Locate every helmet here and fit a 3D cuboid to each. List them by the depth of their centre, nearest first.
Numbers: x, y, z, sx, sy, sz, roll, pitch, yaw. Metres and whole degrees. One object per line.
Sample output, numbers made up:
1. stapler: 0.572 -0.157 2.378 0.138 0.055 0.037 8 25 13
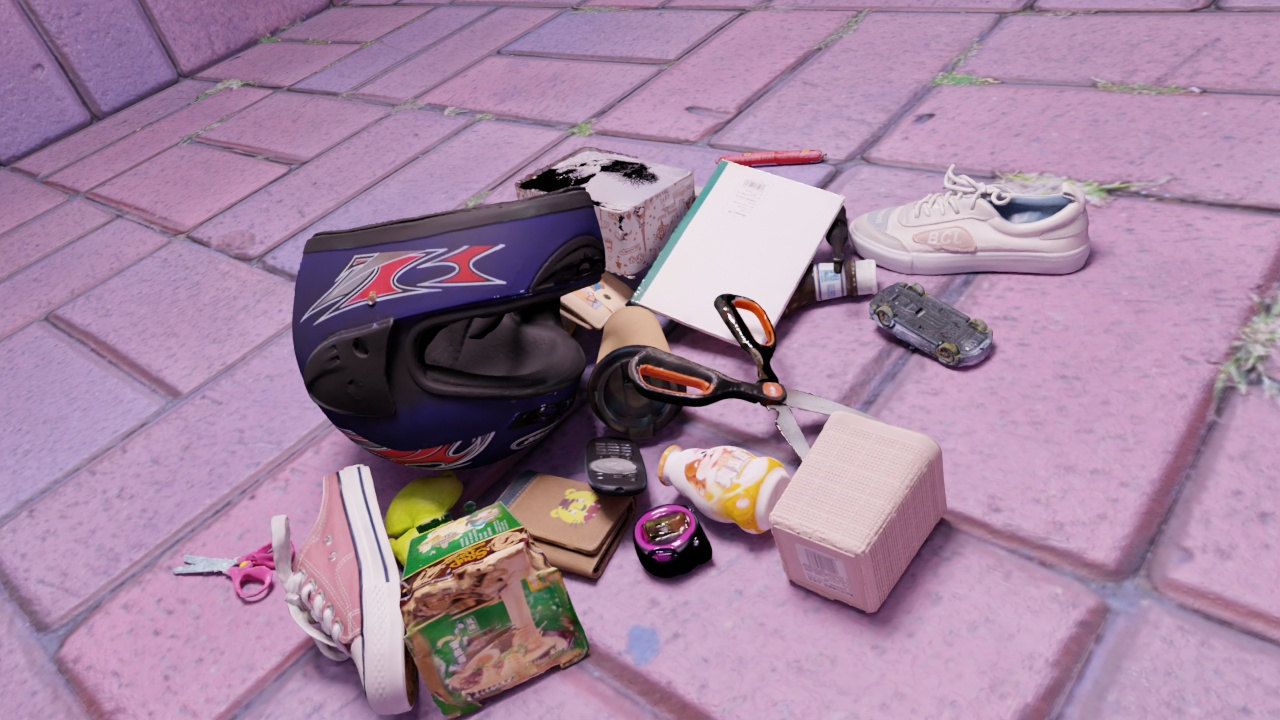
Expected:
1. helmet: -0.165 -0.020 0.846 0.316 0.240 0.246 -4 14 32

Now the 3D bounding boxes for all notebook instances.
1. notebook: 0.103 -0.116 0.963 0.150 0.012 0.208 23 67 23

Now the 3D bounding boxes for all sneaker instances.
1. sneaker: -0.235 0.180 0.726 0.087 0.118 0.241 -14 42 -17
2. sneaker: 0.330 -0.146 0.944 0.243 0.091 0.089 7 42 31

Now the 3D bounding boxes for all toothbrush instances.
1. toothbrush: 0.210 -0.133 0.982 0.026 0.027 0.212 7 24 8

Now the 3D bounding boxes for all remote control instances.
1. remote control: -0.022 0.096 0.800 0.053 0.024 0.136 4 12 -5

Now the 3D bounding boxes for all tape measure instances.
1. tape measure: 0.023 0.142 0.733 0.058 0.039 0.057 -20 36 -3

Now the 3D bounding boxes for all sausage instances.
1. sausage: 0.174 -0.272 1.233 0.156 0.020 0.020 2 40 24

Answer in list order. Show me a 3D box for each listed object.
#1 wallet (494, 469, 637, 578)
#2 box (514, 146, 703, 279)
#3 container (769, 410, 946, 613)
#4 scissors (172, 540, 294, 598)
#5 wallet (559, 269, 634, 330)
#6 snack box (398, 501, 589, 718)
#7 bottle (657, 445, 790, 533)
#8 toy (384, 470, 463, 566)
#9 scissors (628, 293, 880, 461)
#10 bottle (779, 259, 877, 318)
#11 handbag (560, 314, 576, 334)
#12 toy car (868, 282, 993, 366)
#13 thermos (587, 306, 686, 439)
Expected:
1. wallet: -0.071 0.138 0.787 0.115 0.033 0.090 9 42 27
2. box: 0.005 -0.190 1.083 0.179 0.110 0.258 22 42 36
3. container: 0.159 0.113 0.679 0.090 0.090 0.110 17 51 37
4. scissors: -0.384 0.187 0.866 0.137 0.017 0.073 1 40 30
5. wallet: -0.057 -0.071 0.997 0.087 0.024 0.114 31 29 7
6. snack box: -0.119 0.178 0.700 0.118 0.117 0.105 -21 24 -10
7. bottle: 0.067 0.100 0.751 0.108 0.063 0.063 14 46 36
8. toy: -0.200 0.142 0.833 0.096 0.031 0.100 -33 39 -17
9. scissors: 0.098 0.016 0.807 0.220 0.022 0.234 2 45 -13
10. bottle: 0.149 -0.079 0.969 0.195 0.044 0.079 -5 45 14
11. handbag: -0.153 -0.078 1.083 0.179 0.063 0.163 -6 36 21
12. toy car: 0.272 -0.033 0.866 0.054 0.037 0.121 -35 50 -24
13. thermos: -0.005 0.005 0.892 0.093 0.093 0.143 -14 28 4
